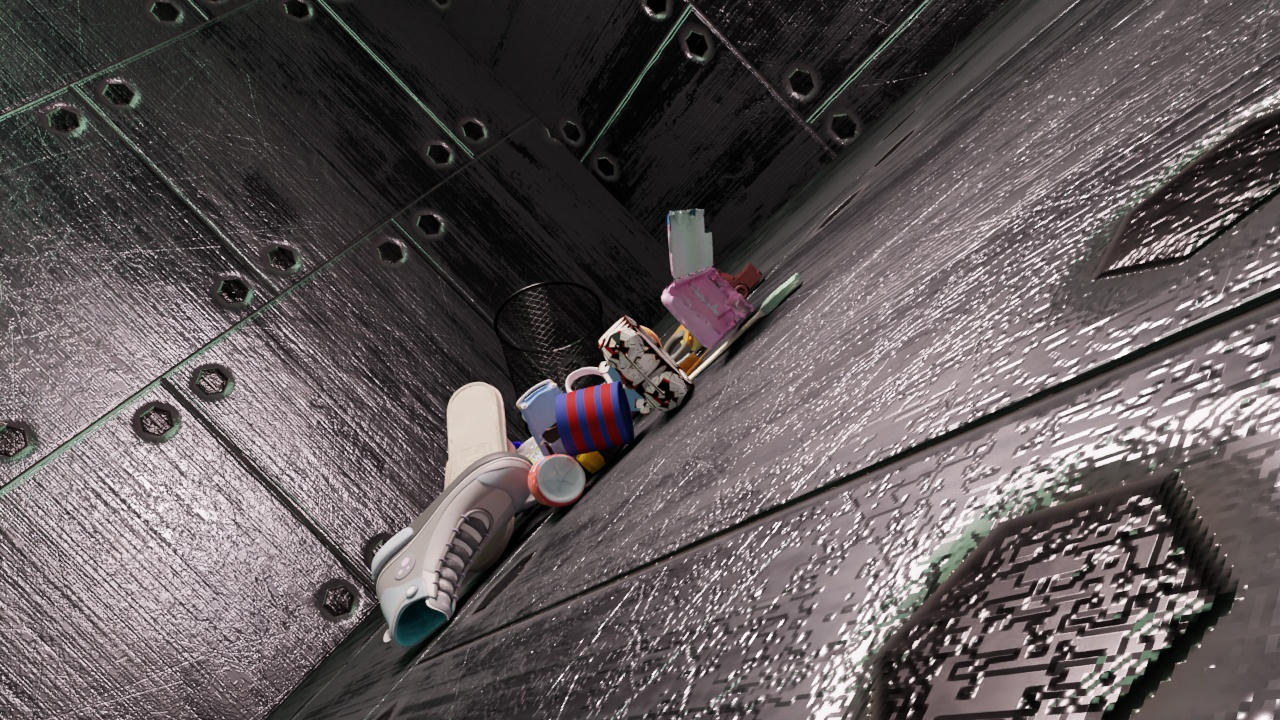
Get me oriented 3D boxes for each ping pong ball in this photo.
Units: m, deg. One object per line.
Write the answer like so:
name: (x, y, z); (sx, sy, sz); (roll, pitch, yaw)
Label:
ping pong ball: (0.078, -0.034, 1.360); (0.040, 0.040, 0.040); (-44, 3, 2)

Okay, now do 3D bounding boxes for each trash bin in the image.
trash bin: (-0.131, 0.011, 1.481); (0.185, 0.184, 0.209); (-43, 47, 32)

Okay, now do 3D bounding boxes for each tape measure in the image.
tape measure: (-0.051, 0.108, 1.136); (0.065, 0.037, 0.064); (-46, 3, -41)

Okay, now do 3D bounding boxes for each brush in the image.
brush: (0.056, 0.012, 1.210); (0.126, 0.017, 0.048); (-46, 3, -28)
brush: (0.110, -0.026, 1.085); (0.218, 0.012, 0.033); (-45, 3, 29)

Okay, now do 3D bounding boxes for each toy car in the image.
toy car: (-0.104, 0.096, 1.167); (0.056, 0.153, 0.055); (-36, 37, -21)
toy car: (0.118, -0.096, 1.481); (0.170, 0.062, 0.070); (-44, 2, 13)

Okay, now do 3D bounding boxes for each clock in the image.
clock: (-0.001, 0.012, 1.030); (0.065, 0.114, 0.154); (-44, 5, 6)

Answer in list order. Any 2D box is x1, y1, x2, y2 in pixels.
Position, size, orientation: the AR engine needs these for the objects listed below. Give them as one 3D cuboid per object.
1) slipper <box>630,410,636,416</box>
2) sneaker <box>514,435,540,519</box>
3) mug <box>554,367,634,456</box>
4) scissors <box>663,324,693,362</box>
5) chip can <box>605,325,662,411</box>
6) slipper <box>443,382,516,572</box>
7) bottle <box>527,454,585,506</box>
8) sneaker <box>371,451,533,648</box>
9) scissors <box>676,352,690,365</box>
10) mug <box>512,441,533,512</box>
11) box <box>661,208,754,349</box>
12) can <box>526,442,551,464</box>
slipper: (-0.080, 0.093, 1.369); (0.198, 0.081, 0.093); (-38, 5, 48)
sneaker: (-0.171, 0.184, 1.329); (0.235, 0.089, 0.087); (-31, -25, 3)
mug: (-0.055, 0.054, 1.087); (0.076, 0.075, 0.111); (-13, 52, 7)
scissors: (0.089, -0.064, 1.322); (0.176, 0.016, 0.224); (-29, 18, 22)
chip can: (-0.008, 0.008, 1.333); (0.087, 0.087, 0.213); (-44, 9, 8)
slipper: (-0.222, 0.159, 1.273); (0.114, 0.274, 0.054); (-12, -27, 14)
bottle: (-0.104, 0.145, 1.102); (0.062, 0.062, 0.138); (-45, 3, -14)
sneaker: (-0.219, 0.232, 1.121); (0.256, 0.093, 0.160); (-43, 28, 1)
scissors: (0.035, 0.026, 1.418); (0.171, 0.021, 0.173); (-49, 0, -26)
mug: (-0.183, 0.171, 1.437); (0.083, 0.111, 0.079); (-44, -40, -2)
box: (0.070, -0.100, 1.101); (0.062, 0.161, 0.230); (-22, 3, 18)
can: (-0.105, 0.126, 1.251); (0.120, 0.067, 0.067); (-49, 4, -14)
